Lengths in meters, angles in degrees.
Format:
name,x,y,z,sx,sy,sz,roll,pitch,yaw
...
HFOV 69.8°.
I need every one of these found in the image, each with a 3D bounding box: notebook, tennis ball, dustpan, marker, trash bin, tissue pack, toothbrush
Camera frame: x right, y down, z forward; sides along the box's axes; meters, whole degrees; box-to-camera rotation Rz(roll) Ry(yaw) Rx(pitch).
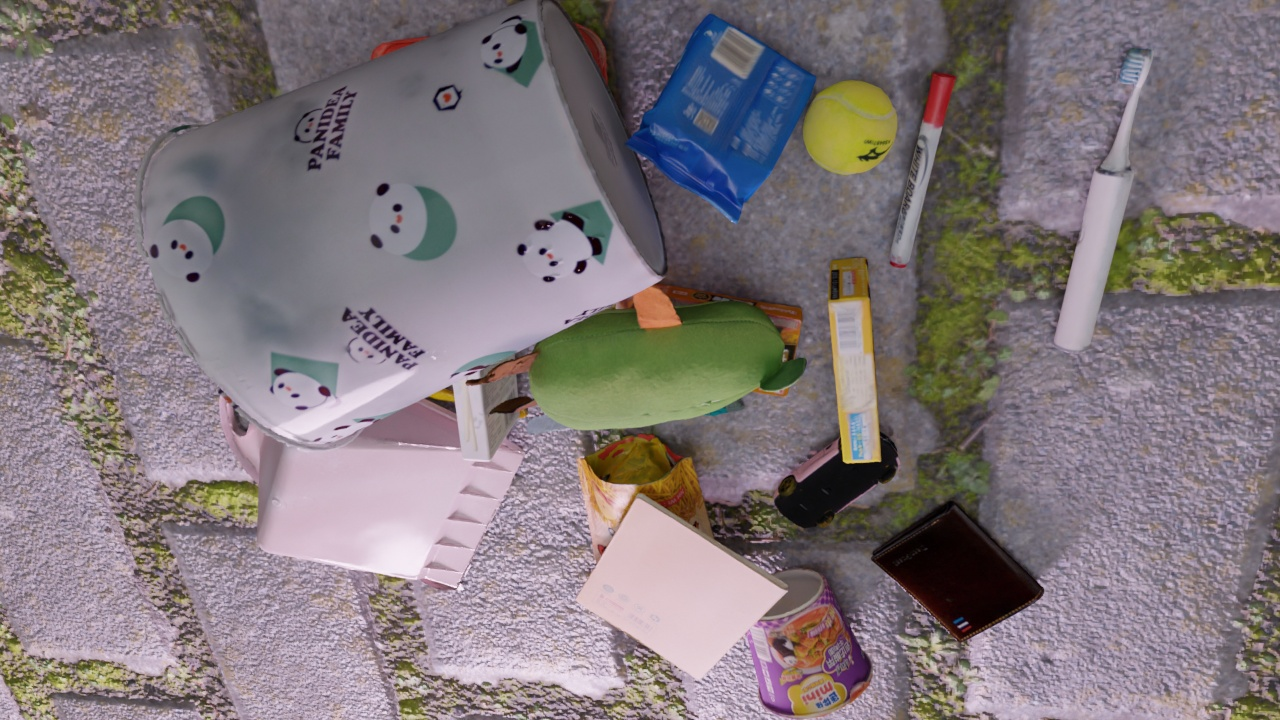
name,x,y,z,sx,sy,sz,roll,pitch,yaw
notebook,0.029,0.213,0.835,0.148,0.008,0.208,31,137,5
tennis ball,0.149,-0.165,0.652,0.065,0.065,0.065,5,117,10
dustpan,-0.272,0.093,0.901,0.273,0.138,0.223,14,125,-26
marker,0.207,-0.138,0.680,0.017,0.017,0.145,10,118,7
trash bin,-0.132,-0.090,0.586,0.252,0.229,0.229,-21,110,12
tissue pack,0.057,-0.168,0.632,0.095,0.156,0.052,31,149,-6
toothbrush,-0.194,0.026,0.855,0.191,0.018,0.016,13,116,9
toothbrush,0.334,-0.109,0.660,0.026,0.026,0.221,8,118,14

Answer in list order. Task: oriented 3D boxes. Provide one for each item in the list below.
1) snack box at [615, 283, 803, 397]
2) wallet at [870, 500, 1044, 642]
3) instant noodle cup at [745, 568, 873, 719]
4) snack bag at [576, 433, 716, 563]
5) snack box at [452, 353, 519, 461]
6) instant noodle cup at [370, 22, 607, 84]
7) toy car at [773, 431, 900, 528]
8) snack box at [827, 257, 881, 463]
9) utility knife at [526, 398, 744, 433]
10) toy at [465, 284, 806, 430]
name,x,y,z,sx,sy,sz,roll,pitch,yaw
snack box,0.054,-0.019,0.769,0.154,0.026,0.075,10,119,8
wallet,0.285,0.192,0.828,0.122,0.020,0.097,43,117,-8
instant noodle cup,0.146,0.254,0.845,0.112,0.111,0.099,-17,102,20
snack bag,0.011,0.170,0.860,0.129,0.073,0.208,-2,123,13
snack box,-0.131,-0.003,0.767,0.027,0.084,0.157,3,115,11
instant noodle cup,-0.113,-0.165,0.705,0.189,0.079,0.165,-4,119,10
toy car,0.169,0.101,0.795,0.056,0.037,0.123,39,120,-14
snack box,0.168,-0.001,0.718,0.034,0.086,0.140,-2,115,14
utility knife,-0.009,0.048,0.823,0.206,0.013,0.029,-9,113,17
toy,-0.004,0.004,0.700,0.246,0.090,0.227,-7,160,-5
